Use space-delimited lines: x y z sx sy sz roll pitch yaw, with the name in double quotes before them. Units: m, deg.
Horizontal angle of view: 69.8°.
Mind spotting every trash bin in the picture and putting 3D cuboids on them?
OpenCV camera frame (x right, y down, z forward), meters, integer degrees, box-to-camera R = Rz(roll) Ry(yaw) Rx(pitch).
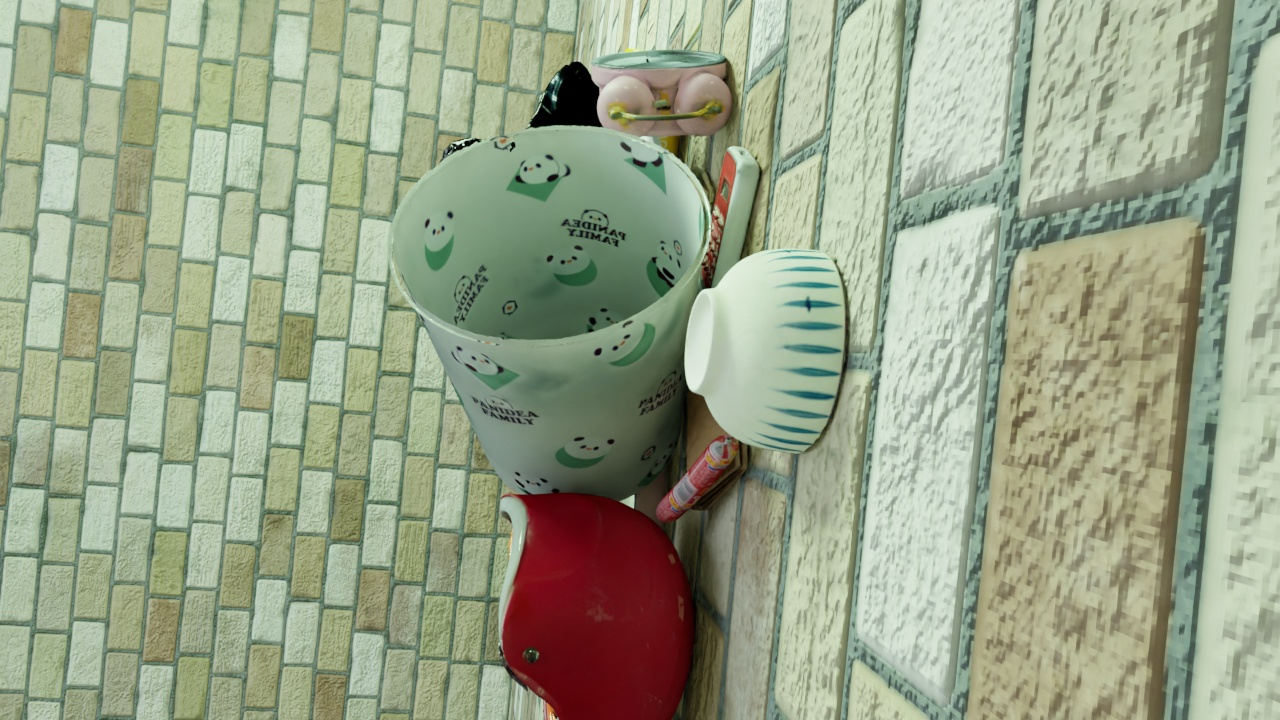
"trash bin" -0.060 -0.020 0.746 0.252 0.229 0.229 86 -179 -51

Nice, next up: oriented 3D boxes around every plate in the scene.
"plate" -0.004 0.138 0.915 0.192 0.039 0.192 -176 91 -81

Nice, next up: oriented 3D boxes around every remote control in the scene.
"remote control" 0.064 -0.093 0.704 0.055 0.020 0.136 -103 21 -60

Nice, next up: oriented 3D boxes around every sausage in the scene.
"sausage" 0.039 0.086 0.648 0.156 0.020 0.020 120 155 -57

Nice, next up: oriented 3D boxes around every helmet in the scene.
"helmet" -0.028 0.217 0.723 0.206 0.144 0.240 -110 12 -65
"helmet" -0.094 -0.207 1.110 0.275 0.230 0.233 -58 -4 22

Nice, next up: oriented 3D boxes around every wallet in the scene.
"wallet" 0.056 0.049 0.678 0.115 0.020 0.101 121 153 -64
"wallet" 0.046 -0.105 0.820 0.087 0.024 0.115 -92 12 -63

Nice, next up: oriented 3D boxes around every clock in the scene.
"clock" 0.017 -0.226 0.785 0.158 0.117 0.060 -99 7 -65

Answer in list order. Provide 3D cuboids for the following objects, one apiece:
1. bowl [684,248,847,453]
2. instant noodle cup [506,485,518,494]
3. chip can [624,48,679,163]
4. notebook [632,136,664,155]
"bowl" 0.064 -0.008 0.518 0.116 0.066 0.116 -176 91 -80
"instant noodle cup" -0.084 0.086 1.058 0.111 0.151 0.152 -32 -41 -52
"chip can" 0.004 -0.217 0.976 0.072 0.072 0.213 -113 30 -71
"notebook" -0.005 -0.148 0.887 0.151 0.012 0.208 114 149 -46
